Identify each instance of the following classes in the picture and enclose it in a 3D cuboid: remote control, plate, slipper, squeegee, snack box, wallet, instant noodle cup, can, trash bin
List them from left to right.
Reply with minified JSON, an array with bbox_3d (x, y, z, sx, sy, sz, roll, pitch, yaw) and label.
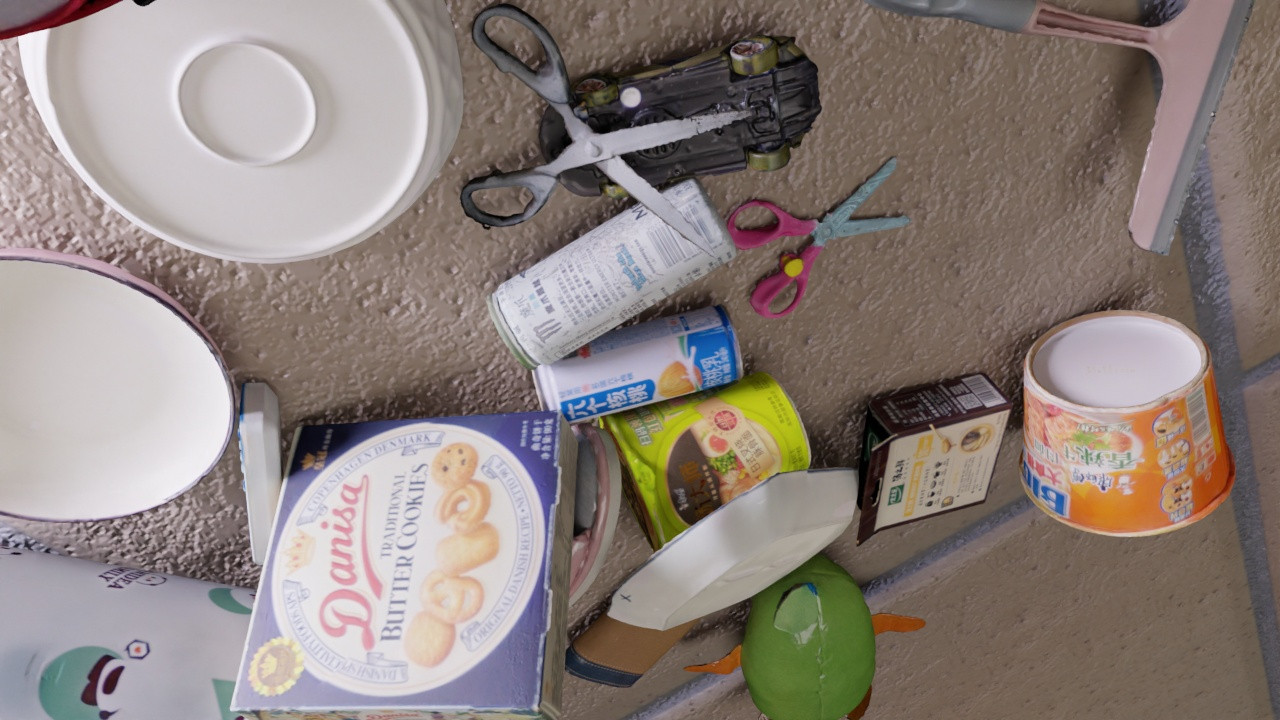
[{"bbox_3d":[-0.334,0.014,0.527,0.192,0.039,0.193,-8,129,-10],"label":"plate"},{"bbox_3d":[-0.362,0.229,0.580,0.251,0.229,0.230,24,117,-24],"label":"trash bin"},{"bbox_3d":[-0.191,-0.133,0.452,0.204,0.045,0.205,-8,128,-11],"label":"plate"},{"bbox_3d":[-0.244,0.074,0.594,0.024,0.049,0.125,-1,127,-19],"label":"remote control"},{"bbox_3d":[-0.134,0.123,0.552,0.182,0.177,0.046,-4,148,8],"label":"snack box"},{"bbox_3d":[-0.087,0.150,0.663,0.054,0.114,0.275,9,130,-27],"label":"slipper"},{"bbox_3d":[-0.017,-0.052,0.556,0.147,0.058,0.058,-30,129,8],"label":"can"},{"bbox_3d":[-0.006,0.238,0.805,0.090,0.033,0.115,27,114,-35],"label":"wallet"},{"bbox_3d":[-0.004,0.004,0.607,0.134,0.053,0.053,-14,129,-5],"label":"can"},{"bbox_3d":[0.048,0.064,0.643,0.123,0.111,0.112,-22,130,-9],"label":"instant noodle cup"},{"bbox_3d":[0.081,0.139,0.666,0.162,0.034,0.265,-42,157,19],"label":"plate"},{"bbox_3d":[0.222,0.079,0.730,0.125,0.053,0.113,-12,130,-11],"label":"snack box"},{"bbox_3d":[0.229,-0.199,0.529,0.249,0.040,0.248,5,110,-13],"label":"squeegee"},{"bbox_3d":[0.359,0.040,0.690,0.151,0.151,0.111,-23,122,1],"label":"instant noodle cup"}]

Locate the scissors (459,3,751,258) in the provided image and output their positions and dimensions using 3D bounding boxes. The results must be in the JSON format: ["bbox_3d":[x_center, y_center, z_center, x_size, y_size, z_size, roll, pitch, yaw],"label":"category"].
[{"bbox_3d":[-0.028,-0.110,0.495,0.178,0.014,0.160,43,125,-10],"label":"scissors"}]

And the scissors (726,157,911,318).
[{"bbox_3d":[0.112,-0.087,0.597,0.118,0.017,0.133,36,106,-30],"label":"scissors"}]

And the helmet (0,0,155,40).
[{"bbox_3d":[-0.222,-0.217,0.311,0.239,0.144,0.207,-21,108,-11],"label":"helmet"}]

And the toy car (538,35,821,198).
[{"bbox_3d":[0.021,-0.136,0.511,0.158,0.042,0.070,-10,128,7],"label":"toy car"}]

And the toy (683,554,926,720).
[{"bbox_3d":[0.152,0.268,0.838,0.227,0.090,0.247,-12,126,-8],"label":"toy"}]
